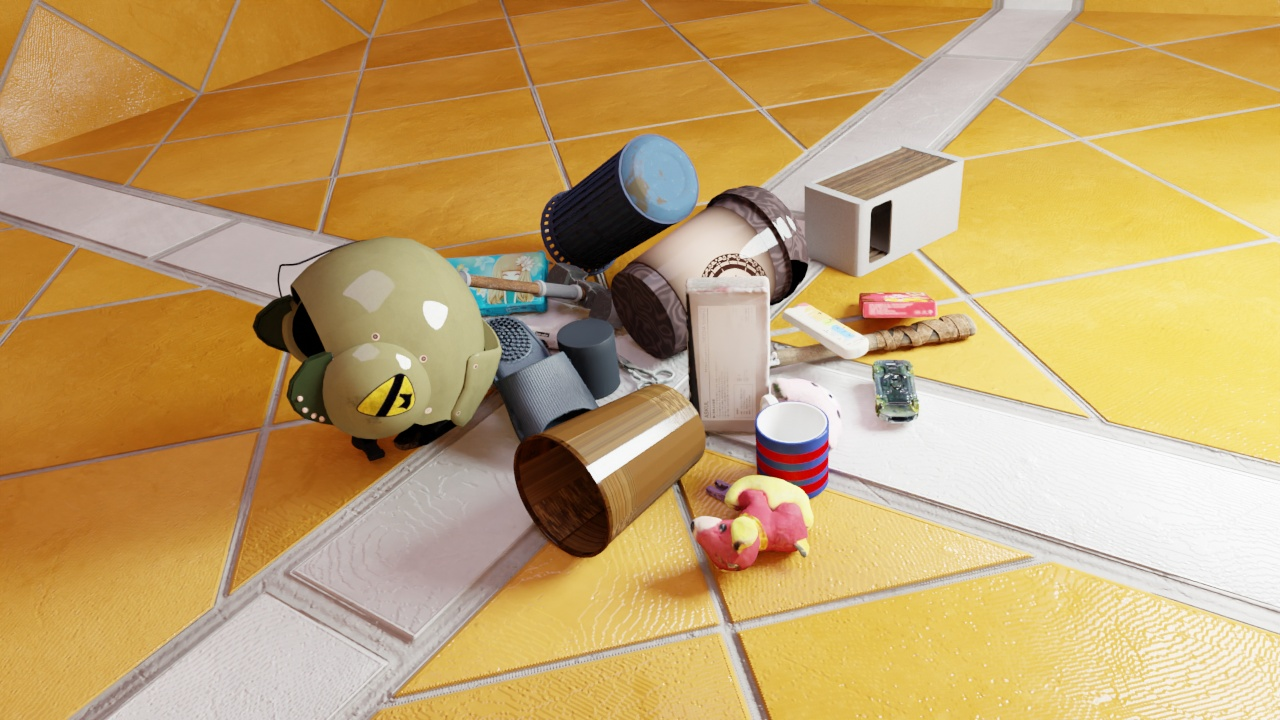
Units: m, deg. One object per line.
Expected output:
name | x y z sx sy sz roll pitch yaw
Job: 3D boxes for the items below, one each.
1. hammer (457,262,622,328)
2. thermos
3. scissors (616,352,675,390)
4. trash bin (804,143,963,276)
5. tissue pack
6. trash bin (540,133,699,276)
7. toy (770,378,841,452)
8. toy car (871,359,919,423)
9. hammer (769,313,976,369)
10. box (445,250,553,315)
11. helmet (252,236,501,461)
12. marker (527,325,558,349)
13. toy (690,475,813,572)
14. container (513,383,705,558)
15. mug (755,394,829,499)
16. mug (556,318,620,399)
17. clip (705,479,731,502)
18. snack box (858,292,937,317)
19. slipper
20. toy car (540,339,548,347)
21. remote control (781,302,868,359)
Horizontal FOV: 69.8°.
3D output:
hammer | -0.162 -0.097 1.199 0.156 0.043 0.321 33 19 37
thermos | 0.088 -0.113 1.223 0.225 0.173 0.173 -33 40 -25
scissors | -0.020 0.012 1.179 0.172 0.014 0.090 18 39 30
trash bin | 0.370 -0.233 1.399 0.228 0.115 0.114 -25 37 -27
tissue pack | 0.104 -0.008 1.032 0.104 0.181 0.071 -2 24 7
trash bin | -0.030 -0.223 1.329 0.139 0.139 0.250 -30 5 -33
toy | 0.195 0.054 1.030 0.099 0.053 0.095 50 32 15
toy car | 0.294 0.038 1.061 0.048 0.033 0.105 1 37 9
hammer | 0.267 -0.018 1.149 0.318 0.049 0.121 -10 35 -8
box | -0.249 -0.129 1.393 0.227 0.083 0.172 -3 33 6
helmet | -0.276 -0.005 1.009 0.232 0.256 0.250 -24 36 -22
marker | -0.164 -0.037 1.275 0.126 0.025 0.025 10 36 25
toy | 0.116 0.160 0.883 0.106 0.067 0.137 26 34 31
container | -0.023 0.102 0.941 0.132 0.132 0.166 21 36 36
mug | 0.153 0.085 0.971 0.075 0.076 0.112 -14 33 -11
mug | -0.066 -0.011 1.163 0.071 0.077 0.105 -8 32 -2
clip | 0.090 0.141 0.956 0.037 0.013 0.053 -21 32 -23
snack box | 0.332 -0.072 1.193 0.089 0.021 0.132 0 9 11
slipper | -0.123 0.017 1.083 0.101 0.083 0.263 -22 51 -22
toy car | -0.167 0.001 1.189 0.100 0.051 0.048 -5 30 2
remote control | 0.226 -0.038 1.128 0.038 0.018 0.125 -23 40 -26
